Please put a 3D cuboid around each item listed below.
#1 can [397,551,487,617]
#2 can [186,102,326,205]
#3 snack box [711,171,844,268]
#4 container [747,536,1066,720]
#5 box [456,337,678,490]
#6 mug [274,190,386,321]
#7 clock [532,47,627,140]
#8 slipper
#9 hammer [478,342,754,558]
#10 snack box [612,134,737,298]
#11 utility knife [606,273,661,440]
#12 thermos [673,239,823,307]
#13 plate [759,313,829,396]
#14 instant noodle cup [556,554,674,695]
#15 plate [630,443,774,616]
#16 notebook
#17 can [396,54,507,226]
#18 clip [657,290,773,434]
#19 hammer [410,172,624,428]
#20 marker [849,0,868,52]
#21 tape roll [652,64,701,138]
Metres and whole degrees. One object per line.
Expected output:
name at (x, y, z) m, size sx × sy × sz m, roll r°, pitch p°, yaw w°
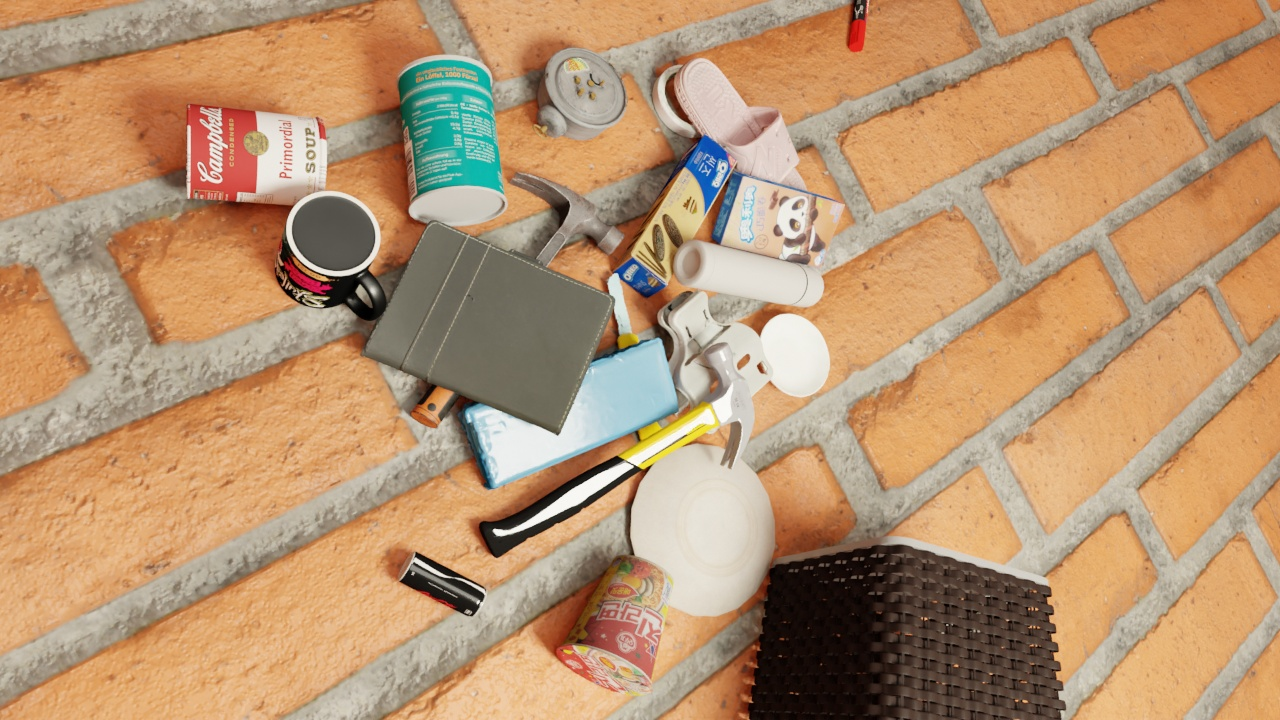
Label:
can at (-0.187, 0.213, 0.870) m, size 0.080 × 0.032 × 0.031 m, roll 32°, pitch 64°, yaw -16°
can at (-0.362, -0.191, 0.862) m, size 0.116 × 0.087 × 0.086 m, roll 0°, pitch 76°, yaw -27°
snack box at (0.171, -0.172, 1.136) m, size 0.151 × 0.034 × 0.087 m, roll 10°, pitch 109°, yaw -25°
container at (0.270, 0.339, 0.951) m, size 0.247 × 0.246 × 0.243 m, roll 19°, pitch 65°, yaw -22°
box at (-0.073, 0.051, 0.967) m, size 0.231 × 0.054 × 0.093 m, roll -22°, pitch 104°, yaw -26°
mug at (-0.285, -0.088, 0.866) m, size 0.081 × 0.098 × 0.118 m, roll -43°, pitch 97°, yaw -30°
clock at (-0.077, -0.299, 1.058) m, size 0.104 × 0.056 × 0.147 m, roll 45°, pitch 59°, yaw -9°
slipper at (0.137, -0.277, 1.143) m, size 0.239 × 0.065 × 0.094 m, roll 48°, pitch 61°, yaw -18°
hammer at (-0.016, 0.109, 0.953) m, size 0.323 × 0.029 × 0.127 m, roll -29°, pitch 105°, yaw -18°
snack box at (0.042, -0.173, 1.082) m, size 0.057 × 0.056 × 0.206 m, roll 36°, pitch 63°, yaw -14°
utility knife at (-0.006, 0.006, 1.029) m, size 0.030 × 0.019 × 0.217 m, roll -8°, pitch 85°, yaw -35°
thermos at (0.135, -0.099, 1.082) m, size 0.223 × 0.052 × 0.052 m, roll 6°, pitch 72°, yaw -43°
plate at (0.183, -0.004, 1.125) m, size 0.104 × 0.026 × 0.104 m, roll 8°, pitch 72°, yaw -26°
instant noodle cup at (-0.016, 0.258, 0.914) m, size 0.100 × 0.101 × 0.112 m, roll 35°, pitch 56°, yaw -15°
plate at (0.078, 0.184, 1.011) m, size 0.188 × 0.027 × 0.188 m, roll 7°, pitch 75°, yaw -27°
notebook at (-0.146, -0.037, 0.918) m, size 0.209 × 0.029 × 0.169 m, roll 24°, pitch 66°, yaw -5°
can at (-0.196, -0.225, 0.950) m, size 0.099 × 0.099 × 0.144 m, roll -2°, pitch 77°, yaw -28°
clip at (0.066, -0.006, 1.049) m, size 0.126 × 0.099 × 0.152 m, roll -41°, pitch 98°, yaw -31°
hammer at (-0.148, -0.066, 0.968) m, size 0.138 × 0.035 × 0.313 m, roll 38°, pitch 63°, yaw -12°
marker at (0.323, -0.517, 1.343) m, size 0.021 × 0.024 × 0.144 m, roll 16°, pitch 69°, yaw -15°
tape roll at (0.060, -0.327, 1.158) m, size 0.093 × 0.018 × 0.093 m, roll 8°, pitch 73°, yaw -25°
